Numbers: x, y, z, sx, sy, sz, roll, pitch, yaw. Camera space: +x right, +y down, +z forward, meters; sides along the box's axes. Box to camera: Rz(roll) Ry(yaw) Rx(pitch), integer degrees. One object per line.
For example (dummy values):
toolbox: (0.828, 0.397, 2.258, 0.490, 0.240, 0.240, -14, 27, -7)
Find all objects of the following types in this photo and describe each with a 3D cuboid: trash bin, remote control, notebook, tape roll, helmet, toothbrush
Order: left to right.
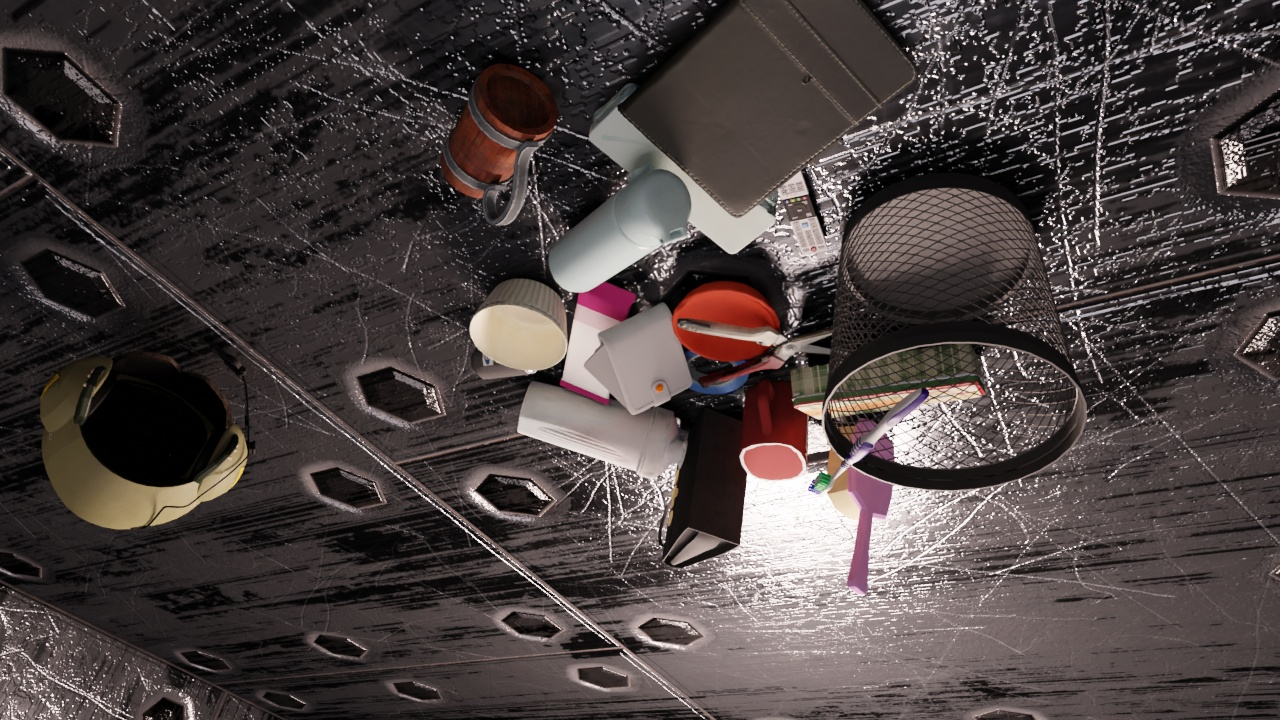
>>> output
helmet: (-0.645, 0.091, 1.200, 0.250, 0.255, 0.234, 35, 132, -25)
tape roll: (0.088, 0.007, 1.130, 0.091, 0.016, 0.093, 7, 141, 5)
notebook: (0.111, -0.233, 0.794, 0.210, 0.029, 0.169, -35, 123, 30)
remote control: (0.160, -0.154, 0.920, 0.028, 0.011, 0.124, -9, 137, 23)
toothbrush: (0.201, 0.076, 0.826, 0.016, 0.015, 0.187, 23, 140, -7)
trash bin: (0.285, -0.031, 0.870, 0.218, 0.226, 0.218, 7, 141, 5)

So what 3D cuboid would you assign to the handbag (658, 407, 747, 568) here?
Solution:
handbag: (0.067, 0.192, 1.241, 0.072, 0.175, 0.196, 21, 144, -13)

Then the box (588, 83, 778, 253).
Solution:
box: (0.045, -0.184, 0.884, 0.199, 0.067, 0.084, 34, 155, -24)

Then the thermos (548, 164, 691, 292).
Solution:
thermos: (-0.023, -0.126, 0.910, 0.065, 0.078, 0.207, -20, 178, -31)

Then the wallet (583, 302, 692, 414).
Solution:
wallet: (-0.006, 0.007, 1.076, 0.115, 0.037, 0.118, -26, 122, -12)

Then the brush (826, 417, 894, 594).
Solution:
brush: (0.268, 0.180, 1.136, 0.043, 0.228, 0.089, -19, 133, 43)

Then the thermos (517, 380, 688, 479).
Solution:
thermos: (-0.047, 0.088, 1.212, 0.220, 0.099, 0.100, 16, 141, 1)

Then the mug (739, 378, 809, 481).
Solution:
mug: (0.163, 0.079, 1.137, 0.081, 0.096, 0.116, -7, 138, 21)

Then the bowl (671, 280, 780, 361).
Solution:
bowl: (0.098, -0.050, 1.043, 0.122, 0.035, 0.122, 7, 141, 5)

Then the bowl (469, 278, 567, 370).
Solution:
bowl: (-0.138, -0.048, 1.080, 0.115, 0.062, 0.115, 6, 141, 5)

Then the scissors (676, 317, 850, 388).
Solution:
scissors: (0.127, -0.015, 1.038, 0.179, 0.015, 0.199, 29, 137, -22)

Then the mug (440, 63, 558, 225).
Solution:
mug: (-0.132, -0.196, 0.864, 0.081, 0.117, 0.111, -9, 160, -38)

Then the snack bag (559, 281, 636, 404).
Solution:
snack bag: (-0.054, -0.022, 1.113, 0.070, 0.016, 0.197, 23, 136, 8)

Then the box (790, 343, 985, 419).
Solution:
box: (0.284, 0.028, 1.052, 0.206, 0.050, 0.117, -9, 164, 22)

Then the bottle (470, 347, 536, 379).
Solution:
bottle: (-0.158, -0.003, 1.153, 0.112, 0.046, 0.047, -6, 138, 21)
